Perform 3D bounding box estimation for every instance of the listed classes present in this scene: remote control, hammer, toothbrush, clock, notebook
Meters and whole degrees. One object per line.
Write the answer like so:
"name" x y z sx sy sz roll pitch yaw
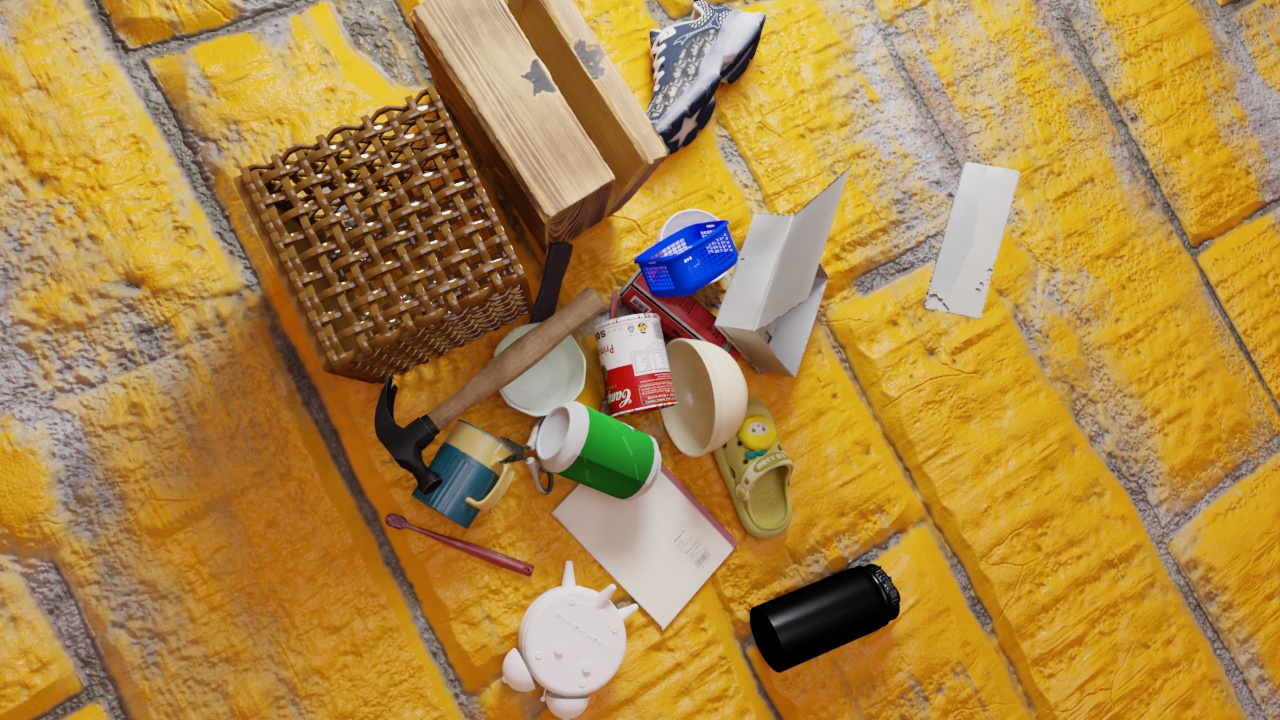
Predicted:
"remote control" -0.115 -0.091 1.160 0.009 0.046 0.124 25 108 25
"hammer" -0.171 0.011 1.078 0.305 0.040 0.132 -39 73 -14
"toothbrush" -0.218 0.223 1.110 0.190 0.016 0.016 23 74 -11
"clock" -0.082 0.338 1.100 0.125 0.073 0.160 35 73 -8
"notebook" 0.009 0.216 1.181 0.209 0.012 0.152 47 71 -5
"toothbrush" -0.039 -0.005 1.203 0.015 0.016 0.184 9 76 -22

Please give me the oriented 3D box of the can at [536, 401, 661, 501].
"can" -0.049 0.111 1.110 0.139 0.088 0.087 27 73 -32

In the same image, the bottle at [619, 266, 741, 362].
"bottle" 0.057 -0.053 1.214 0.176 0.062 0.062 39 72 -7

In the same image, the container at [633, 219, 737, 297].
"container" 0.061 -0.125 1.149 0.114 0.096 0.058 -35 112 -30

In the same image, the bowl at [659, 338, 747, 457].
"bowl" 0.087 0.043 1.165 0.075 0.151 0.150 -7 83 -25

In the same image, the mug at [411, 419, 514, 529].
"mug" -0.200 0.138 1.081 0.107 0.114 0.083 -58 134 -16

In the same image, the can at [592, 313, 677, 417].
"can" -0.007 0.007 1.160 0.086 0.087 0.116 -9 83 -18

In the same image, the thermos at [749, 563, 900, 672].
"thermos" 0.250 0.327 1.192 0.198 0.086 0.086 -16 85 -18

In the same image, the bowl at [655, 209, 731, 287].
"bowl" 0.068 -0.147 1.238 0.104 0.054 0.105 2 82 -16

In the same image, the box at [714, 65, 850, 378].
"box" 0.161 -0.129 1.061 0.119 0.479 0.166 17 75 12

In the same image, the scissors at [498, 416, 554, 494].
"scissors" -0.133 0.105 1.098 0.013 0.163 0.154 -5 44 16

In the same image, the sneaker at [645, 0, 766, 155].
"sneaker" 0.055 -0.404 1.268 0.132 0.103 0.269 34 72 7

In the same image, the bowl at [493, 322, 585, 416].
"bowl" -0.131 0.015 1.148 0.117 0.061 0.117 3 80 -15

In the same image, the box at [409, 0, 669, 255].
"box" -0.126 -0.293 1.110 0.168 0.245 0.279 -35 91 -10

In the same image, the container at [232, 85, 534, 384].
"container" -0.264 -0.120 1.012 0.214 0.252 0.219 -26 88 -6

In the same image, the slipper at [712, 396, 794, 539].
"slipper" 0.154 0.141 1.200 0.091 0.082 0.190 -14 87 -15
